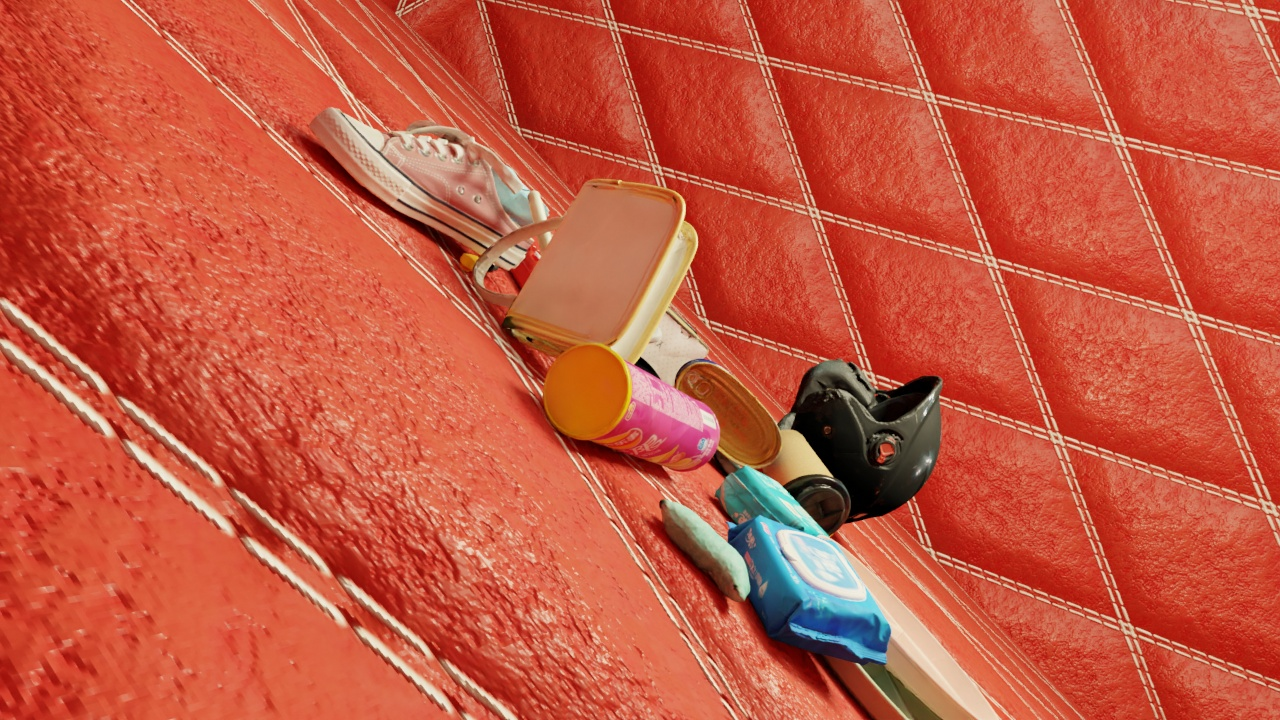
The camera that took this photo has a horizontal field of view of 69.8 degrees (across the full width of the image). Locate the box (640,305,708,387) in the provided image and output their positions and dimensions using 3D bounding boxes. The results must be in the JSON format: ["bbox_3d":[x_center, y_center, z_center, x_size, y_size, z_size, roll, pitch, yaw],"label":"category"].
[{"bbox_3d":[0.009,-0.038,1.184,0.184,0.090,0.063,42,7,-34],"label":"box"}]

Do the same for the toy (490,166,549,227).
[{"bbox_3d":[-0.179,-0.180,0.940,0.157,0.049,0.161,0,-29,44],"label":"toy"}]

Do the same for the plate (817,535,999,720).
[{"bbox_3d":[0.240,0.256,0.853,0.229,0.028,0.229,43,7,-7],"label":"plate"}]

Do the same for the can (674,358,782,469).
[{"bbox_3d":[0.100,0.060,1.062,0.148,0.075,0.049,44,6,-6],"label":"can"}]

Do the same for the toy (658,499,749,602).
[{"bbox_3d":[0.047,0.136,0.683,0.092,0.030,0.096,48,2,4],"label":"toy"}]

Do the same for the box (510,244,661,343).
[{"bbox_3d":[-0.076,-0.076,1.039,0.160,0.064,0.201,16,23,-33],"label":"box"}]

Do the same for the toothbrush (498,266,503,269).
[{"bbox_3d":[-0.203,-0.146,0.924,0.189,0.014,0.018,39,-3,-40],"label":"toothbrush"}]

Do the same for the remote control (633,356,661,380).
[{"bbox_3d":[-0.007,0.006,1.101,0.053,0.024,0.136,51,10,35],"label":"remote control"}]

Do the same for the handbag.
[{"bbox_3d":[-0.056,-0.081,0.802,0.179,0.163,0.063,18,-22,26],"label":"handbag"}]

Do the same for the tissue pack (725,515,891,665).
[{"bbox_3d":[0.130,0.176,0.729,0.095,0.052,0.157,20,17,-20],"label":"tissue pack"}]

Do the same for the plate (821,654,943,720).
[{"bbox_3d":[0.216,0.279,0.815,0.230,0.027,0.230,44,8,-8],"label":"plate"}]

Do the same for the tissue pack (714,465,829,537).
[{"bbox_3d":[0.135,0.160,0.934,0.093,0.050,0.133,47,7,29],"label":"tissue pack"}]

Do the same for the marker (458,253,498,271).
[{"bbox_3d":[-0.155,-0.094,0.893,0.018,0.015,0.123,40,5,-1],"label":"marker"}]

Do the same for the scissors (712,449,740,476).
[{"bbox_3d":[0.076,0.091,1.116,0.172,0.019,0.176,44,7,0],"label":"scissors"}]

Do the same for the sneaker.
[{"bbox_3d":[-0.180,-0.169,0.830,0.241,0.088,0.118,30,10,-44],"label":"sneaker"}]

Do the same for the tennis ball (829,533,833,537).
[{"bbox_3d":[0.212,0.190,1.125,0.065,0.065,0.065,44,8,-8],"label":"tennis ball"}]

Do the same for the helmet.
[{"bbox_3d":[0.322,0.119,1.352,0.233,0.275,0.230,-46,118,-72],"label":"helmet"}]

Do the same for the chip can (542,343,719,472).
[{"bbox_3d":[0.000,0.046,0.758,0.071,0.071,0.210,49,8,26],"label":"chip can"}]

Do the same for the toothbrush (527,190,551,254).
[{"bbox_3d":[-0.074,-0.067,0.845,0.029,0.020,0.189,125,-51,-82],"label":"toothbrush"}]

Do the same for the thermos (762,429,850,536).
[{"bbox_3d":[0.184,0.144,1.072,0.093,0.093,0.143,41,16,-25],"label":"thermos"}]
